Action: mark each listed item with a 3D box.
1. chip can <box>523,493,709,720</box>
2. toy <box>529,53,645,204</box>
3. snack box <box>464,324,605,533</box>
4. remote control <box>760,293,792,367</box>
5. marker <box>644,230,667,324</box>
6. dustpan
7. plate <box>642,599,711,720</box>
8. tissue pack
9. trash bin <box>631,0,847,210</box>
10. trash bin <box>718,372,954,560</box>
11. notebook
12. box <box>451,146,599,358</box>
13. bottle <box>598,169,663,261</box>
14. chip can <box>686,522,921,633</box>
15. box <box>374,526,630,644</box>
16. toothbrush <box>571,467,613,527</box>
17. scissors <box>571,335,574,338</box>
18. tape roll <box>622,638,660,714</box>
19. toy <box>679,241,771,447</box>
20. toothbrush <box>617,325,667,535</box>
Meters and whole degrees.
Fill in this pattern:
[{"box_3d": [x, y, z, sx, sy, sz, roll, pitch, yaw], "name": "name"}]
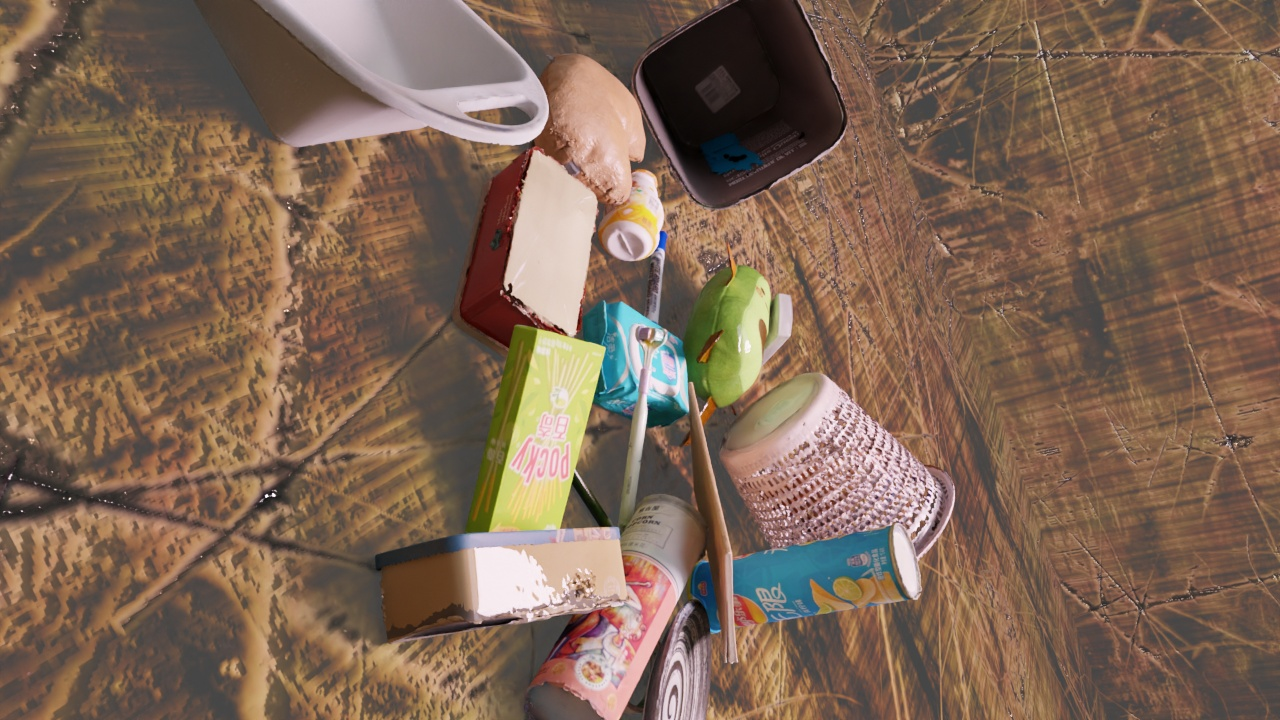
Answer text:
[{"box_3d": [-0.013, 0.199, 0.722, 0.071, 0.071, 0.214, 61, 35, -18], "name": "chip can"}, {"box_3d": [-0.047, -0.254, 0.940, 0.143, 0.083, 0.225, 56, 28, -28], "name": "toy"}, {"box_3d": [-0.077, 0.057, 0.685, 0.085, 0.026, 0.156, 15, 89, -56], "name": "snack box"}, {"box_3d": [0.150, -0.029, 1.108, 0.019, 0.135, 0.056, 10, 65, -11], "name": "remote control"}, {"box_3d": [0.016, -0.087, 1.010, 0.017, 0.017, 0.145, 45, 38, -39], "name": "marker"}, {"box_3d": [-0.182, -0.249, 0.633, 0.222, 0.143, 0.258, -39, 109, -60], "name": "dustpan"}, {"box_3d": [0.028, 0.289, 0.765, 0.179, 0.024, 0.179, 5, 89, -72], "name": "plate"}, {"box_3d": [-0.005, 0.005, 0.883, 0.133, 0.050, 0.093, 27, 53, -51], "name": "tissue pack"}, {"box_3d": [0.100, -0.314, 1.071, 0.199, 0.199, 0.219, 59, 8, -22], "name": "trash bin"}, {"box_3d": [0.201, 0.130, 1.029, 0.192, 0.228, 0.226, 50, 33, -11], "name": "trash bin"}, {"box_3d": [0.063, 0.143, 0.838, 0.211, 0.012, 0.150, -99, -178, -51], "name": "notebook"}, {"box_3d": [-0.085, -0.090, 0.758, 0.091, 0.080, 0.168, 35, 45, -34], "name": "box"}, {"box_3d": [-0.007, -0.155, 0.959, 0.063, 0.063, 0.108, 50, 36, -34], "name": "bottle"}, {"box_3d": [0.151, 0.208, 0.869, 0.071, 0.211, 0.071, 38, 42, -46], "name": "chip can"}, {"box_3d": [-0.091, 0.147, 0.611, 0.184, 0.090, 0.061, 16, 61, -55], "name": "box"}, {"box_3d": [-0.030, 0.141, 0.803, 0.186, 0.012, 0.017, 60, 26, -20], "name": "toothbrush"}, {"box_3d": [-0.092, -0.062, 0.810, 0.172, 0.014, 0.146, 60, 30, -20], "name": "scissors"}, {"box_3d": [-0.008, 0.252, 0.774, 0.085, 0.014, 0.085, 36, 44, -46], "name": "tape roll"}, {"box_3d": [0.094, -0.025, 1.003, 0.246, 0.090, 0.227, -65, 160, -50], "name": "toy"}, {"box_3d": [-0.003, 0.064, 0.822, 0.020, 0.029, 0.189, -178, -83, -87], "name": "toothbrush"}]
